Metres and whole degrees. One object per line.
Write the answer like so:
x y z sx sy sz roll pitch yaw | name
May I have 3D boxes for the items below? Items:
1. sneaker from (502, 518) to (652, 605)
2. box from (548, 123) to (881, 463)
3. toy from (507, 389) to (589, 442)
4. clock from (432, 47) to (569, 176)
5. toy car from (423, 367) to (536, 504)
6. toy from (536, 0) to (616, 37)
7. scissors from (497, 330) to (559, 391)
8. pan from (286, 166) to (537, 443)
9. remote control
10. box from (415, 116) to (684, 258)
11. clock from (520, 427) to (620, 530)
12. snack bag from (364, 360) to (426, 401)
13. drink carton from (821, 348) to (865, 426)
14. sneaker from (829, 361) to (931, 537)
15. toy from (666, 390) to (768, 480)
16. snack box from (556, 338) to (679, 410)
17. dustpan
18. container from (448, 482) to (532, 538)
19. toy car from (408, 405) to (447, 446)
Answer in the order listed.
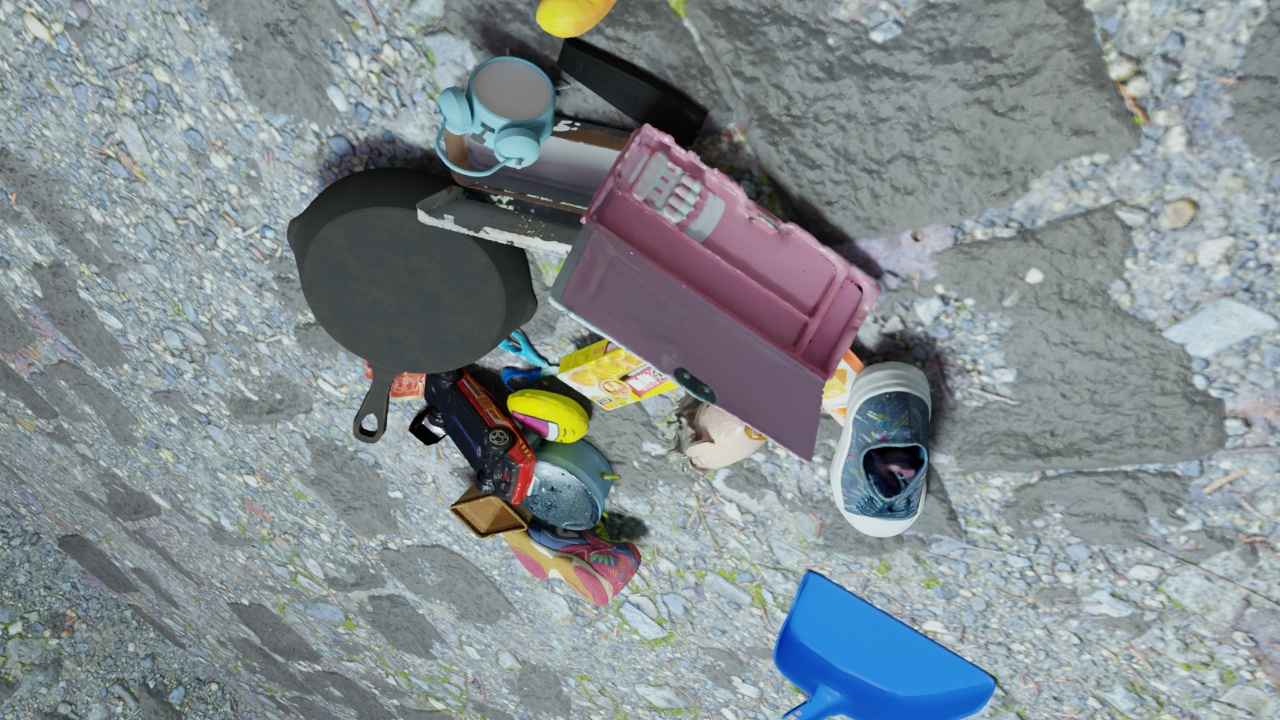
-0.087 0.238 1.161 0.242 0.090 0.116 10 133 51 | sneaker
0.056 -0.048 0.687 0.233 0.179 0.059 33 157 -14 | box
-0.100 0.059 0.996 0.094 0.041 0.096 20 156 -4 | toy
-0.111 -0.185 0.706 0.087 0.122 0.042 31 150 0 | clock
-0.183 0.073 1.021 0.189 0.056 0.082 45 136 26 | toy car
-0.056 -0.318 0.559 0.148 0.098 0.216 -17 122 29 | toy
-0.102 0.015 0.989 0.132 0.015 0.110 26 138 -2 | scissors
-0.247 -0.028 0.925 0.248 0.043 0.357 19 128 -12 | pan
-0.009 -0.208 0.706 0.125 0.010 0.039 31 140 2 | remote control
-0.071 -0.150 0.758 0.216 0.094 0.107 16 110 18 | box
-0.104 0.133 1.068 0.162 0.059 0.118 27 139 6 | clock
-0.279 -0.019 1.044 0.087 0.044 0.155 21 134 5 | snack bag
0.189 0.034 0.815 0.122 0.038 0.069 42 138 -21 | drink carton
0.212 0.103 0.807 0.087 0.079 0.236 0 140 11 | sneaker
0.085 0.047 0.806 0.076 0.132 0.176 52 154 -10 | toy
-0.005 0.005 0.891 0.075 0.025 0.153 36 142 -31 | snack box
0.244 0.386 1.112 0.245 0.059 0.258 30 141 1 | dustpan
-0.178 0.177 1.153 0.114 0.061 0.063 -21 118 46 | container
-0.259 0.083 1.130 0.042 0.036 0.092 42 138 -12 | toy car
